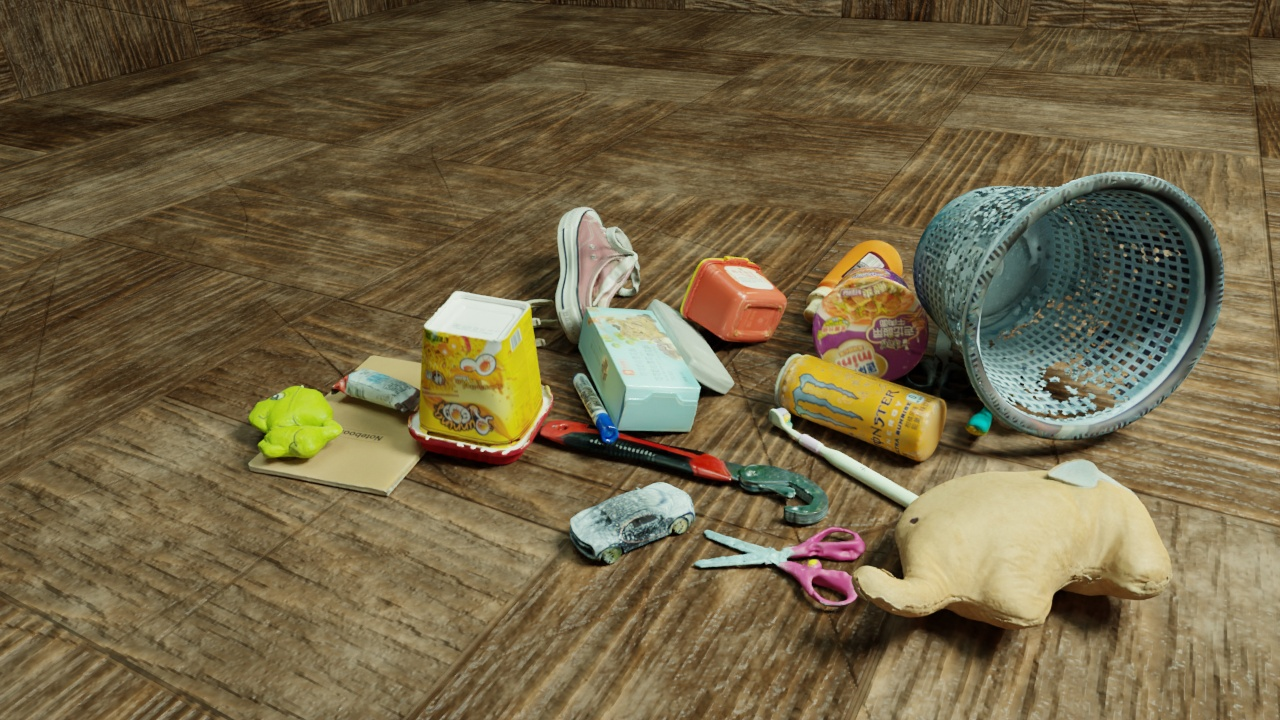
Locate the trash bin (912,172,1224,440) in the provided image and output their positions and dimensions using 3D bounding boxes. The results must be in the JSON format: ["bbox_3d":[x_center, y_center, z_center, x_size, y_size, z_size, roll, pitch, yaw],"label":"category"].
[{"bbox_3d":[0.355,-0.068,0.830,0.226,0.227,0.195,-6,20,-7],"label":"trash bin"}]

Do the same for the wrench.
[{"bbox_3d":[0.033,0.089,0.800,0.274,0.016,0.056,14,29,26],"label":"wrench"}]

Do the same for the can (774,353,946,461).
[{"bbox_3d":[0.197,0.040,0.828,0.146,0.058,0.058,21,37,35],"label":"can"}]

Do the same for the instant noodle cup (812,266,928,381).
[{"bbox_3d":[0.234,-0.043,0.931,0.112,0.112,0.099,6,22,14],"label":"instant noodle cup"}]

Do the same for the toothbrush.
[{"bbox_3d":[0.182,0.089,0.786,0.189,0.029,0.020,33,87,44],"label":"toothbrush"}]

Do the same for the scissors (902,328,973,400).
[{"bbox_3d":[0.321,-0.004,0.946,0.175,0.014,0.133,-19,33,-32],"label":"scissors"}]

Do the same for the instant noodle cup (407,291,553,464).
[{"bbox_3d":[-0.145,0.012,0.831,0.116,0.124,0.115,10,32,10],"label":"instant noodle cup"}]

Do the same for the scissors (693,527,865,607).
[{"bbox_3d":[0.110,0.145,0.699,0.136,0.017,0.107,14,35,33],"label":"scissors"}]

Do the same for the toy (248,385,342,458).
[{"bbox_3d":[-0.319,0.058,0.851,0.097,0.031,0.100,-2,34,2],"label":"toy"}]

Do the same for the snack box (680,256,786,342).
[{"bbox_3d":[0.103,-0.063,0.987,0.091,0.082,0.080,0,31,-39],"label":"snack box"}]

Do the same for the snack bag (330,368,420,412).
[{"bbox_3d":[-0.254,0.029,0.899,0.105,0.026,0.045,14,25,25],"label":"snack bag"}]

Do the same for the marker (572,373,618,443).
[{"bbox_3d":[-0.044,0.042,0.865,0.017,0.017,0.145,-9,21,-12],"label":"marker"}]

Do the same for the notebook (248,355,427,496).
[{"bbox_3d":[-0.254,0.056,0.890,0.148,0.008,0.207,7,31,17],"label":"notebook"}]

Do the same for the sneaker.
[{"bbox_3d":[-0.044,-0.109,1.062,0.088,0.118,0.240,-17,34,11],"label":"sneaker"}]

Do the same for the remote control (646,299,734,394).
[{"bbox_3d":[0.048,-0.016,0.950,0.058,0.021,0.150,30,16,-28],"label":"remote control"}]

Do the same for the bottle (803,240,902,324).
[{"bbox_3d":[0.235,-0.082,1.040,0.067,0.067,0.149,25,47,39],"label":"bottle"}]

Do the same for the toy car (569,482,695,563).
[{"bbox_3d":[-0.005,0.124,0.727,0.105,0.031,0.049,-17,34,-25],"label":"toy car"}]

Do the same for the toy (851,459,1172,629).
[{"bbox_3d":[0.245,0.132,0.644,0.226,0.082,0.143,-11,19,-8],"label":"toy"}]

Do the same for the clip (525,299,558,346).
[{"bbox_3d":[-0.136,-0.046,1.033,0.102,0.035,0.094,13,37,39],"label":"clip"}]

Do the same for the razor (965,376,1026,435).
[{"bbox_3d":[0.320,0.042,0.842,0.043,0.028,0.132,27,34,22],"label":"razor"}]

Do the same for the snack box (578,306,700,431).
[{"bbox_3d":[-0.005,0.005,0.899,0.074,0.052,0.174,3,27,-19],"label":"snack box"}]
